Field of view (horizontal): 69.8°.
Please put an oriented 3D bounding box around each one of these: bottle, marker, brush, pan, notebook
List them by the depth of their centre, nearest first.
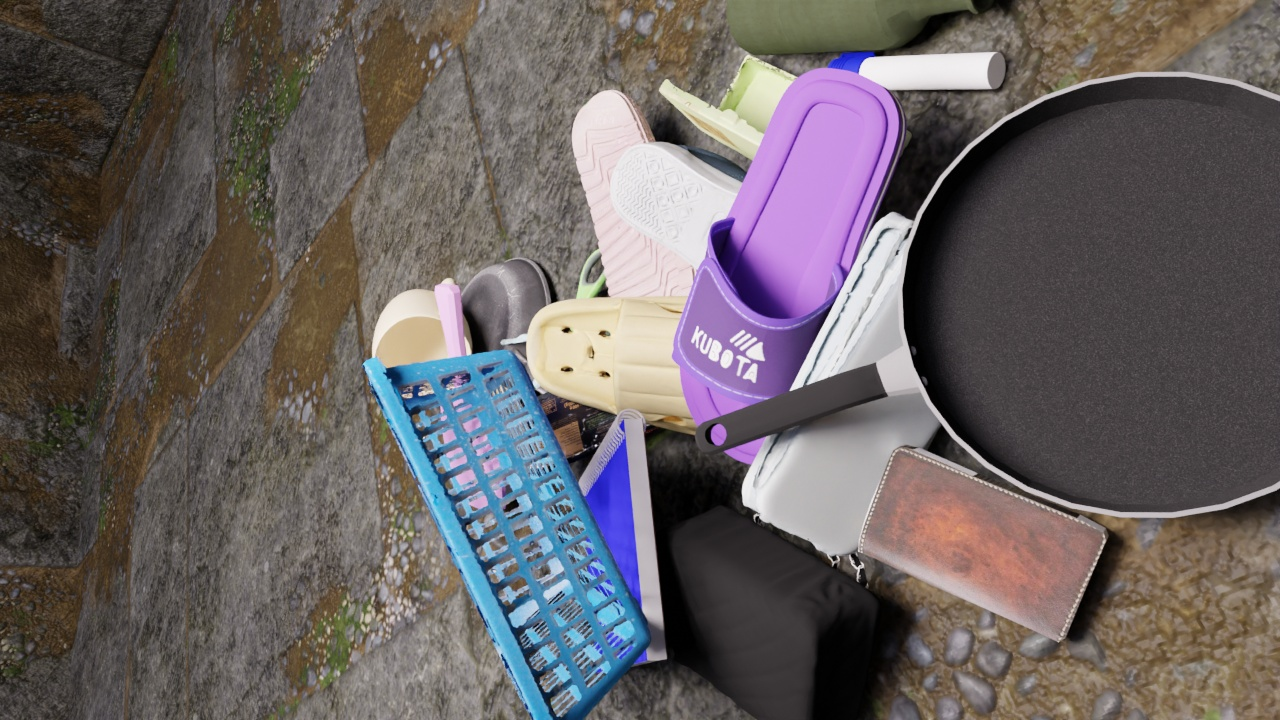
[{"bbox_3d":[0.193,-0.011,0.495,0.357,0.034,0.225,-22,75,21],"label":"pan"},{"bbox_3d":[0.191,-0.204,0.647,0.133,0.023,0.027,19,73,49],"label":"marker"},{"bbox_3d":[0.156,-0.261,0.666,0.207,0.071,0.071,19,94,49],"label":"bottle"},{"bbox_3d":[-0.018,0.148,0.710,0.210,0.022,0.171,119,147,-66],"label":"notebook"},{"bbox_3d":[-0.158,0.035,0.887,0.089,0.043,0.229,11,114,44],"label":"brush"},{"bbox_3d":[-0.110,0.012,0.915,0.357,0.055,0.187,37,108,51],"label":"pan"}]

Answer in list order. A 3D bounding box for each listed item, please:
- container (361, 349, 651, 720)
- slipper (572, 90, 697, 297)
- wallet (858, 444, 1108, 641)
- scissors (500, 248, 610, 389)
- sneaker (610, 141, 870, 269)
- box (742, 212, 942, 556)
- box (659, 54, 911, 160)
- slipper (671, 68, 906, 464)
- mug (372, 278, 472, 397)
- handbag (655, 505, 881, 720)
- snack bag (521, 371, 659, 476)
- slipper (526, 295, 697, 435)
[{"bbox_3d":[-0.108,0.115,0.690,0.257,0.089,0.363,65,164,-1],"label":"container"},{"bbox_3d":[0.009,-0.122,0.799,0.094,0.064,0.239,-28,73,37],"label":"slipper"},{"bbox_3d":[0.195,0.104,0.532,0.123,0.019,0.072,23,101,30],"label":"wallet"},{"bbox_3d":[-0.057,-0.032,0.853,0.160,0.025,0.171,28,87,33],"label":"scissors"},{"bbox_3d":[0.085,-0.098,0.686,0.235,0.087,0.089,32,115,19],"label":"sneaker"},{"bbox_3d":[0.133,0.010,0.587,0.215,0.122,0.083,-57,19,5],"label":"box"},{"bbox_3d":[0.112,-0.186,0.700,0.083,0.091,0.188,-50,48,4],"label":"box"},{"bbox_3d":[0.084,-0.054,0.589,0.107,0.083,0.267,25,109,21],"label":"slipper"},{"bbox_3d":[-0.219,-0.033,0.941,0.120,0.096,0.099,-58,25,17],"label":"mug"},{"bbox_3d":[0.093,0.177,0.627,0.154,0.114,0.125,22,120,46],"label":"handbag"},{"bbox_3d":[-0.038,0.043,0.805,0.155,0.018,0.074,-24,59,21],"label":"snack bag"},{"bbox_3d":[-0.004,0.004,0.729,0.262,0.079,0.111,7,103,36],"label":"slipper"}]
